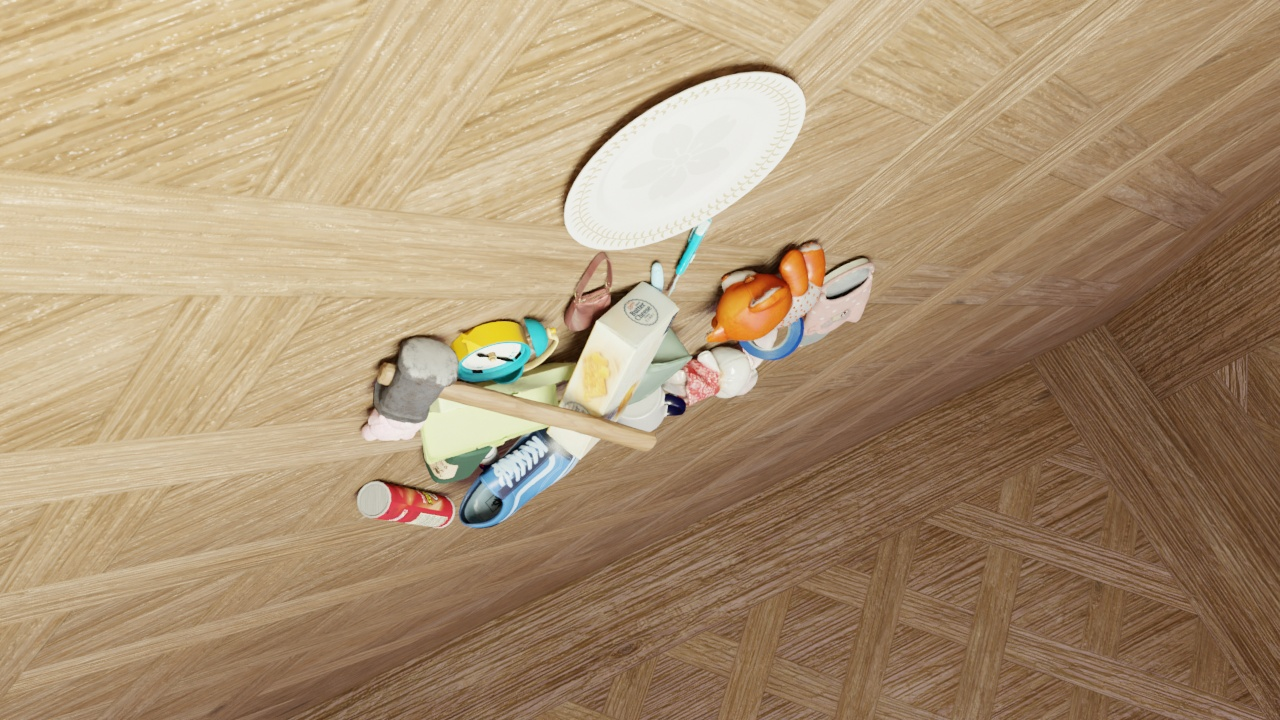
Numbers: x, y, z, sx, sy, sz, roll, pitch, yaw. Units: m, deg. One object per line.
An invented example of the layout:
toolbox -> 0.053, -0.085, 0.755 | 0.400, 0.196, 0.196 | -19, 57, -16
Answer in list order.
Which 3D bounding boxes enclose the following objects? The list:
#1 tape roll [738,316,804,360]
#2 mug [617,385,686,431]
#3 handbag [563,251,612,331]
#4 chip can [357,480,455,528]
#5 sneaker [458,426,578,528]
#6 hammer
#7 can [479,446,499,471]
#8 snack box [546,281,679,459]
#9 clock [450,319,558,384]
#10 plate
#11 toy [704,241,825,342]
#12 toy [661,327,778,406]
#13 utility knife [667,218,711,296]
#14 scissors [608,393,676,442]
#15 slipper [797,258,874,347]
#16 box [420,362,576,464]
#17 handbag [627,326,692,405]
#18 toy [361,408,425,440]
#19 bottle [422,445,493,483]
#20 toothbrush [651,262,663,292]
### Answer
tape roll -> 0.182, -0.045, 1.292 | 0.093, 0.091, 0.016 | -39, 160, 19
mug -> 0.011, 0.061, 1.336 | 0.112, 0.078, 0.097 | 7, 164, 8
handbag -> -0.049, -0.077, 0.989 | 0.055, 0.029, 0.120 | -21, 157, -24
chip can -> -0.338, 0.212, 1.340 | 0.052, 0.051, 0.214 | -29, 162, 5
sneaker -> -0.166, 0.154, 1.295 | 0.241, 0.083, 0.098 | -46, 168, 12
hammer -> -0.123, 0.053, 0.998 | 0.328, 0.052, 0.098 | 16, 140, -28
can -> -0.221, 0.136, 1.323 | 0.032, 0.032, 0.095 | -23, 162, -12
snack box -> -0.036, 0.015, 1.085 | 0.104, 0.057, 0.208 | -45, 167, -46
clock -> -0.152, -0.009, 1.003 | 0.129, 0.043, 0.099 | 0, 149, -41
plate -> 0.039, -0.179, 0.835 | 0.242, 0.016, 0.243 | -24, 162, -8
toy -> 0.156, -0.079, 1.184 | 0.164, 0.093, 0.172 | -38, 172, 39
toy -> 0.116, 0.018, 1.404 | 0.194, 0.084, 0.159 | -15, 140, -24
utility knife -> 0.051, -0.114, 1.043 | 0.022, 0.015, 0.162 | -52, 175, -25
scissors -> 0.013, 0.078, 1.525 | 0.226, 0.016, 0.229 | -34, 161, 21
slipper -> 0.301, -0.077, 1.436 | 0.114, 0.054, 0.275 | -24, 163, -12
box -> -0.173, 0.049, 1.100 | 0.187, 0.066, 0.128 | -16, 145, -32
handbag -> -0.007, 0.007, 1.209 | 0.105, 0.067, 0.122 | -21, 164, -46
toy -> -0.277, 0.068, 1.033 | 0.063, 0.047, 0.110 | -8, 164, -29
bottle -> -0.246, 0.123, 1.201 | 0.061, 0.061, 0.132 | -10, 156, -37
toothbrush -> 0.021, -0.081, 1.086 | 0.022, 0.016, 0.155 | -13, 162, -1
